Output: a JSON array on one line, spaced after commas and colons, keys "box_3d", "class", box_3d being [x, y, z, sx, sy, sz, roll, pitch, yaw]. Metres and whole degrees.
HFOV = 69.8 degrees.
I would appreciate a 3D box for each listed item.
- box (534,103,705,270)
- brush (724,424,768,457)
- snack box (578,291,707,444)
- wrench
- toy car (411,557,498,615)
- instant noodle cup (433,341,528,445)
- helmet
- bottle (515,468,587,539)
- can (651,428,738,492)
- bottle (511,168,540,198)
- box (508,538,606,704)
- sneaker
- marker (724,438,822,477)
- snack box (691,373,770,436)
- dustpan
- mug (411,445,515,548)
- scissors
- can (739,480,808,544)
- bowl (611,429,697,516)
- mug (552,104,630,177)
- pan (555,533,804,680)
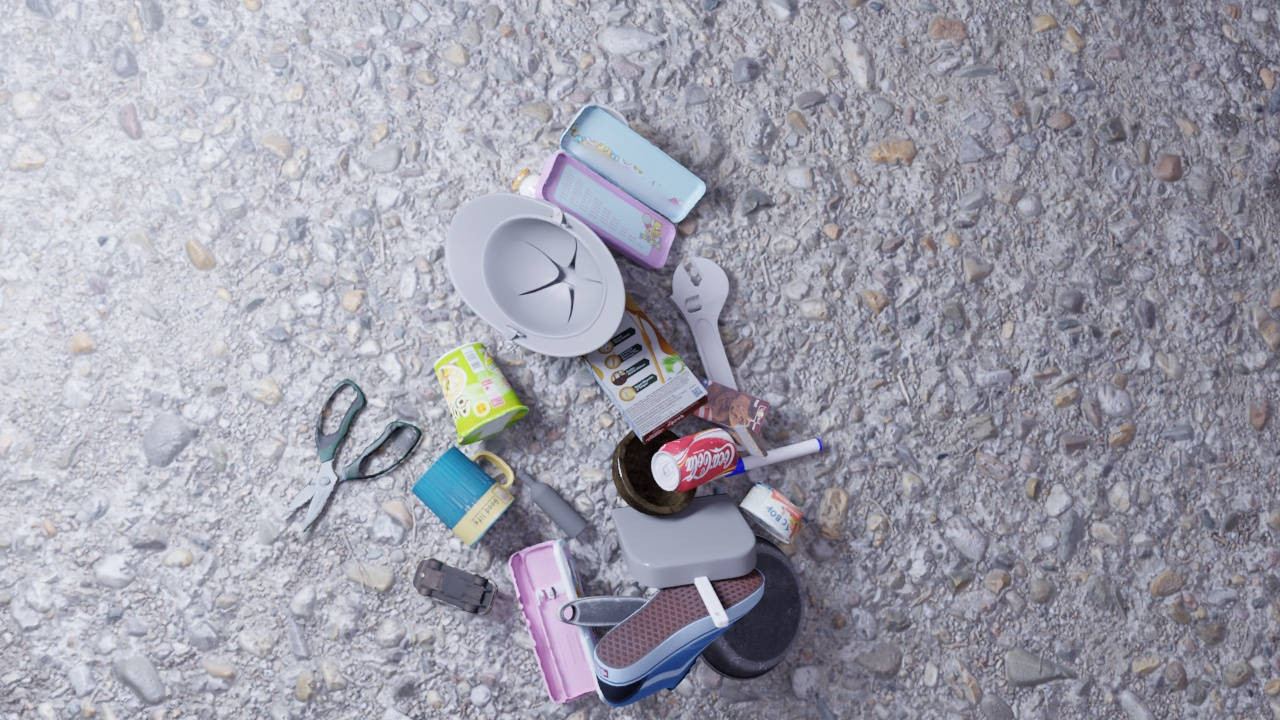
[{"box_3d": [-0.024, -0.226, 1.216, 0.214, 0.049, 0.150, 29, 94, -31], "class": "box"}, {"box_3d": [0.125, 0.100, 1.189, 0.008, 0.143, 0.045, -34, 97, -13], "class": "brush"}, {"box_3d": [-0.007, 0.007, 1.204, 0.101, 0.032, 0.186, -33, 66, -11], "class": "snack box"}, {"box_3d": [0.110, -0.010, 1.267, 0.086, 0.018, 0.273, -18, 87, -11], "class": "wrench"}, {"box_3d": [-0.235, 0.286, 1.165, 0.113, 0.040, 0.048, 17, 79, 12], "class": "toy car"}, {"box_3d": [-0.210, 0.039, 1.177, 0.098, 0.099, 0.108, -26, 79, -11], "class": "instant noodle cup"}, {"box_3d": [-0.117, -0.114, 1.200, 0.271, 0.117, 0.184, 30, 107, 18], "class": "helmet"}, {"box_3d": [-0.119, 0.183, 1.198, 0.113, 0.030, 0.030, 45, 78, -1], "class": "bottle"}, {"box_3d": [0.070, 0.128, 1.173, 0.104, 0.064, 0.064, -14, 84, -39], "class": "can"}, {"box_3d": [-0.120, -0.213, 1.235, 0.109, 0.063, 0.063, 37, 78, -2], "class": "bottle"}, {"box_3d": [-0.098, 0.328, 1.145, 0.087, 0.103, 0.201, -17, 85, -13], "class": "box"}, {"box_3d": [0.047, 0.327, 1.090, 0.240, 0.083, 0.098, -25, 128, -30], "class": "sneaker"}, {"box_3d": [0.180, 0.133, 1.256, 0.141, 0.020, 0.020, -13, 84, -10], "class": "marker"}, {"box_3d": [0.098, 0.055, 1.234, 0.141, 0.032, 0.051, 21, 90, 2], "class": "snack box"}, {"box_3d": [0.065, 0.240, 1.118, 0.163, 0.257, 0.033, -6, 107, -10], "class": "dustpan"}, {"box_3d": [-0.216, 0.163, 1.169, 0.107, 0.083, 0.113, 41, 50, 2], "class": "mug"}, {"box_3d": [-0.366, 0.139, 1.175, 0.146, 0.015, 0.209, 22, 79, -7], "class": "scissors"}, {"box_3d": [0.176, 0.201, 1.212, 0.086, 0.086, 0.043, 39, 80, -2], "class": "can"}, {"box_3d": [0.010, 0.150, 1.202, 0.121, 0.056, 0.121, 16, 57, -27], "class": "bowl"}, {"box_3d": [-0.071, -0.290, 1.249, 0.113, 0.070, 0.084, -27, 87, -11], "class": "mug"}, {"box_3d": [0.066, 0.311, 1.152, 0.356, 0.055, 0.187, 6, 78, -30], "class": "pan"}]
